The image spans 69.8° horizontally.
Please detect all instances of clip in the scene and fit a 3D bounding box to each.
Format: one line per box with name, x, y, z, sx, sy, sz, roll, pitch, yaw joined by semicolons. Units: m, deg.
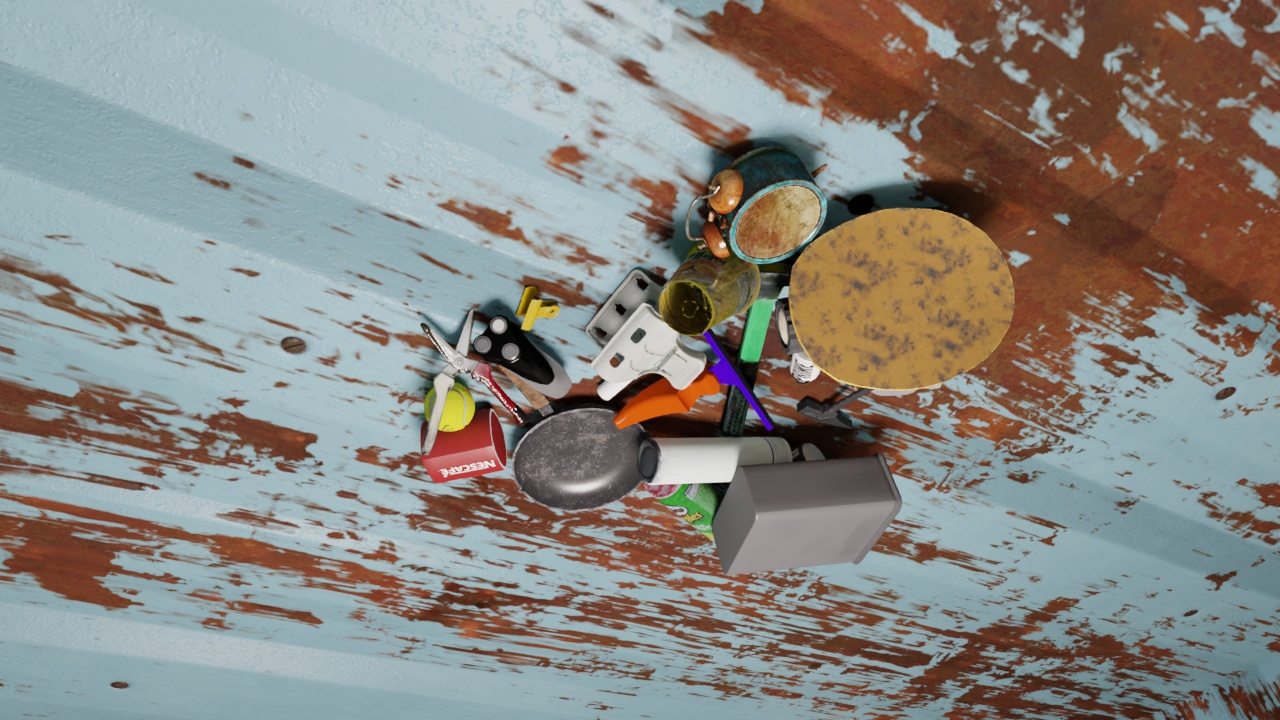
clip;-0.124;-0.061;1.119;0.048;0.046;0.054;26;130;-1
clip;0.005;-0.017;1.117;0.150;0.109;0.127;48;127;6

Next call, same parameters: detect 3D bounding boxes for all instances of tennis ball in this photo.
tennis ball;-0.250;0.060;1.198;0.065;0.065;0.065;-5;137;-5

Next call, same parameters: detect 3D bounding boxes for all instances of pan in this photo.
pan;-0.116;0.084;1.268;0.208;0.040;0.357;-25;128;8

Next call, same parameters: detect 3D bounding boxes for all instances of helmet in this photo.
helmet;0.288;-0.060;1.076;0.255;0.205;0.131;-10;171;-3

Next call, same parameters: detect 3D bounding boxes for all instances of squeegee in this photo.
squeegee;0.047;0.044;1.225;0.185;0.055;0.249;-27;129;14

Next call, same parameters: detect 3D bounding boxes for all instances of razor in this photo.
razor;-0.140;0.003;1.145;0.057;0.060;0.156;-50;142;-1

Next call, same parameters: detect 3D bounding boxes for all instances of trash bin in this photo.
trash bin;0.238;0.228;1.345;0.219;0.097;0.192;-2;141;-15

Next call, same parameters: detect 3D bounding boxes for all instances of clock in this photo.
clock;0.121;-0.170;1.009;0.157;0.073;0.121;-11;139;-16

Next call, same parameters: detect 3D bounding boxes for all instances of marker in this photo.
marker;-0.007;0.007;1.214;0.133;0.023;0.027;-41;160;29

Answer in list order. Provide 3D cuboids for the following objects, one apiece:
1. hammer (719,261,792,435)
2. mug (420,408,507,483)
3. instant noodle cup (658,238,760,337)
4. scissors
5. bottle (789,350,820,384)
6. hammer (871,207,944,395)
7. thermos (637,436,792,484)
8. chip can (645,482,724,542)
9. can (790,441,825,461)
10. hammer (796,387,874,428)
hammer;0.147;-0.006;1.225;0.130;0.032;0.320;-2;138;-9
mug;-0.237;0.126;1.263;0.096;0.080;0.116;-12;144;2
instant noodle cup;0.072;-0.079;1.050;0.102;0.108;0.102;13;119;24
scissors;-0.228;0.040;1.150;0.179;0.015;0.199;-45;120;-1
bottle;0.221;0.003;1.223;0.041;0.041;0.116;-10;159;1
hammer;0.350;-0.066;1.200;0.127;0.029;0.324;-9;137;-1
thermos;0.110;0.143;1.323;0.229;0.067;0.068;2;137;-27
chip can;0.096;0.226;1.435;0.076;0.075;0.223;-28;135;19
can;0.223;0.181;1.414;0.064;0.064;0.128;30;125;-35
hammer;0.350;0.018;1.230;0.095;0.015;0.326;20;145;-24
